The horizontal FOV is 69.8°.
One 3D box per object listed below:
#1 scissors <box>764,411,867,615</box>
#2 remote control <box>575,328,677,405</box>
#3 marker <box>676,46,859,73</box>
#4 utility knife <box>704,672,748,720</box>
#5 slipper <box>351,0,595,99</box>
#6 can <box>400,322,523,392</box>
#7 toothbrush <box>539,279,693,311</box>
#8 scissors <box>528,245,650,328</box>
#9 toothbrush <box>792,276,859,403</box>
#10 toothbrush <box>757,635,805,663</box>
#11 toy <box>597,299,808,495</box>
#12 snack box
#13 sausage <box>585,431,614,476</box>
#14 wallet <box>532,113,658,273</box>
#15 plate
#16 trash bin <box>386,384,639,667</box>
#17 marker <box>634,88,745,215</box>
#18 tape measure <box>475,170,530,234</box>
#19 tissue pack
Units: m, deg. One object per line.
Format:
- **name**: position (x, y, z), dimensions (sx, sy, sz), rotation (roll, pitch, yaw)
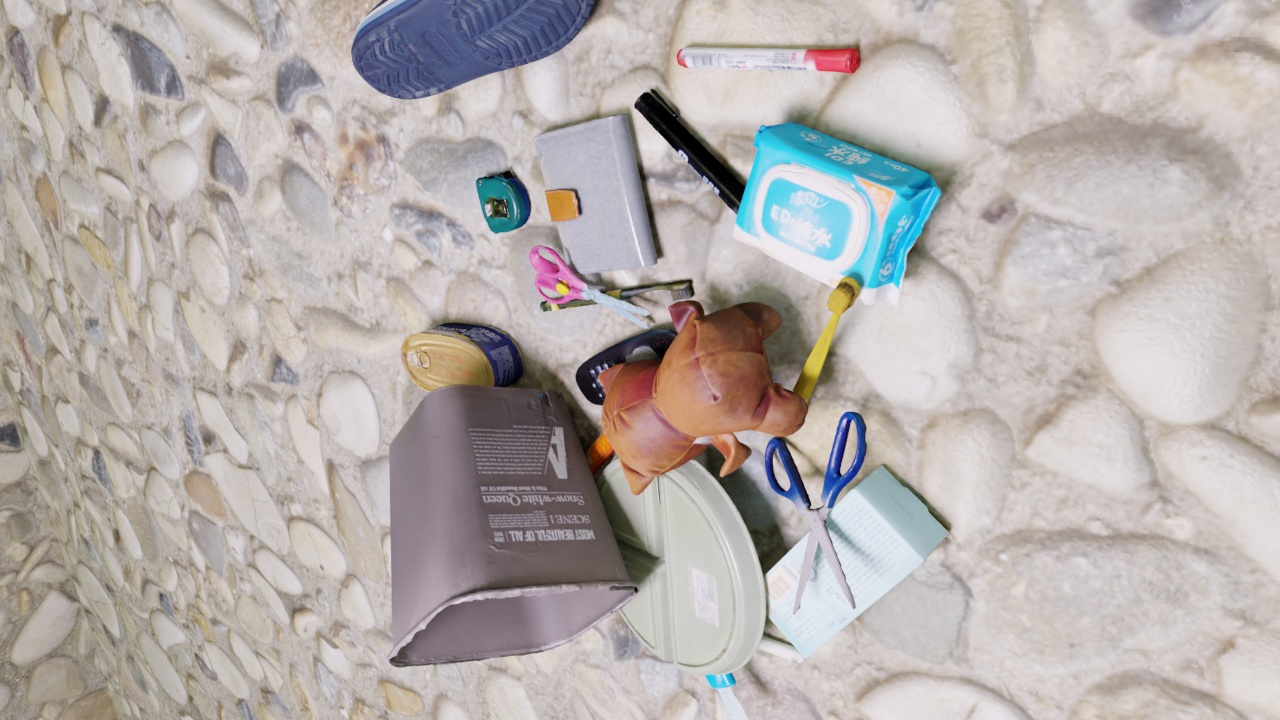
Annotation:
- **scissors**: position (0.138, 0.114, 0.723), dimensions (0.162, 0.012, 0.176), rotation (47, 125, 57)
- **remote control**: position (-0.005, 0.005, 0.843), dimensions (0.137, 0.024, 0.053), rotation (-23, 102, 39)
- **marker**: position (0.088, -0.219, 0.665), dimensions (0.145, 0.017, 0.017), rotation (15, 119, 36)
- **utility knife**: position (0.058, 0.270, 0.888), dimensions (0.034, 0.018, 0.185), rotation (-39, 68, 27)
- **slipper**: position (-0.137, -0.302, 0.772), dimensions (0.253, 0.105, 0.095), rotation (-18, 56, 30)
- **can**: position (-0.193, -0.001, 0.986), dimensions (0.148, 0.049, 0.075), rotation (7, 114, 39)
- **toothbrush**: position (-0.026, -0.056, 0.844), dimensions (0.186, 0.012, 0.017), rotation (-4, 118, 42)
- **scissors**: position (-0.046, -0.068, 0.826), dimensions (0.138, 0.017, 0.077), rotation (20, 141, 29)
- **toothbrush**: position (0.130, 0.003, 0.690), dimensions (0.016, 0.016, 0.190), rotation (37, 150, 18)
- **toothbrush**: position (0.076, 0.258, 0.900), dimensions (0.190, 0.020, 0.029), rotation (12, 124, 35)
- **toy**: position (0.041, 0.030, 0.754), dimensions (0.200, 0.130, 0.140), rotation (-34, 58, 41)
- **snack box**: position (0.166, 0.169, 0.755), dimensions (0.074, 0.051, 0.175), rotation (47, 133, 16)
- **sausage**: position (-0.033, 0.083, 0.907), dimensions (0.021, 0.021, 0.166), rotation (49, 133, 12)
- **wallet**: position (-0.043, -0.141, 0.801), dimensions (0.107, 0.036, 0.130), rotation (-1, 109, 40)
- **plate**: position (0.025, 0.188, 0.859), dimensions (0.230, 0.027, 0.230), rotation (24, 123, 45)
- **trash bin**: position (-0.139, 0.155, 0.883), dimensions (0.199, 0.198, 0.219), rotation (-44, 50, 43)
- **marker**: position (0.044, -0.165, 0.728), dimensions (0.022, 0.020, 0.132), rotation (-45, 76, 14)
- **tape measure**: position (-0.133, -0.151, 0.881), dimensions (0.055, 0.025, 0.058), rotation (2, 112, 41)
- **tissue pack**: position (0.134, -0.105, 0.646), dimensions (0.140, 0.063, 0.090), rotation (31, 127, 27)
